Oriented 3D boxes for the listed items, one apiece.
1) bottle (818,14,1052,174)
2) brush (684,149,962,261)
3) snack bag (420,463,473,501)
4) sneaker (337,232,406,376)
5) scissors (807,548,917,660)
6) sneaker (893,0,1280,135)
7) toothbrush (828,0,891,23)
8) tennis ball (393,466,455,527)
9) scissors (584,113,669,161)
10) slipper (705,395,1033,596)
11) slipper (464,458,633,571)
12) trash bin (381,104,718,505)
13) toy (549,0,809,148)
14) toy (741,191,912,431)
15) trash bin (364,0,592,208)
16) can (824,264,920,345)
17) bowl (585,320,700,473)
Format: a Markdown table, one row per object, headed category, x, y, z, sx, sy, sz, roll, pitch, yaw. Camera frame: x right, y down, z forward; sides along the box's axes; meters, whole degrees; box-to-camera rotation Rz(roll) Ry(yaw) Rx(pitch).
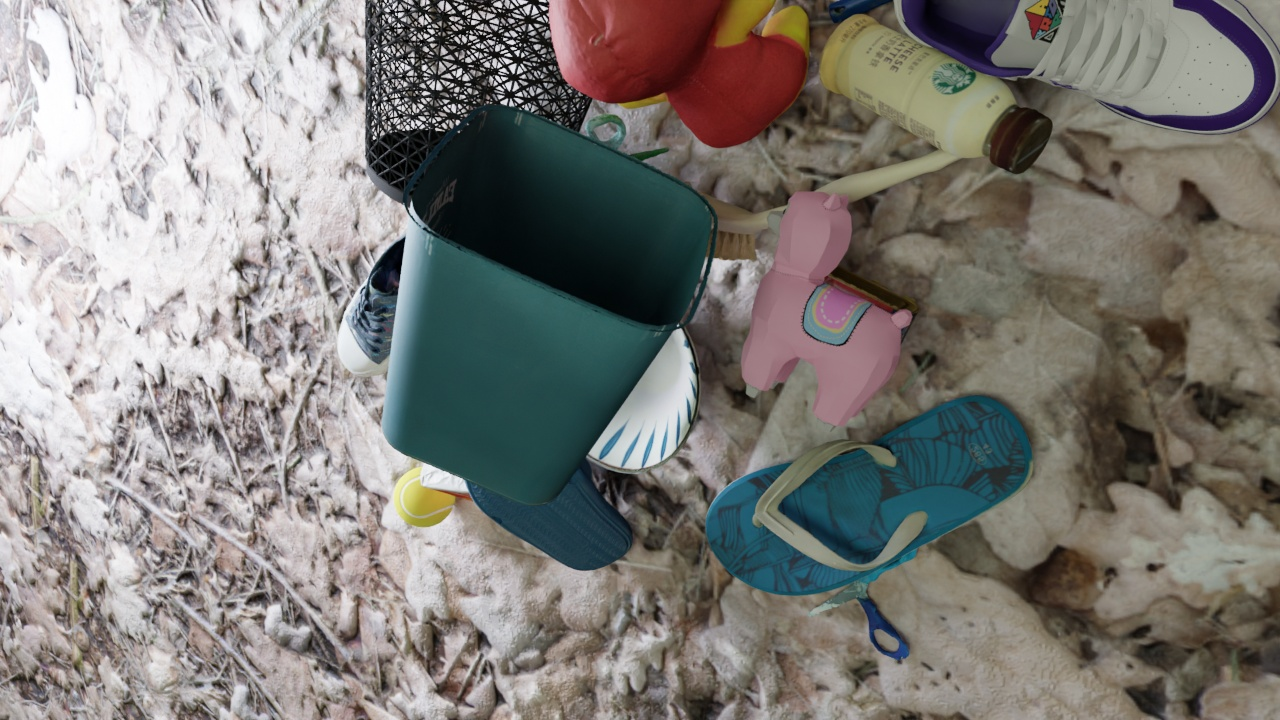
| category | x | y | z | sx | sy | sz | roll | pitch | yaw |
| --- | --- | --- | --- | --- | --- | --- | --- | --- | --- |
| bottle | 0.199 | -0.181 | 0.628 | 0.162 | 0.056 | 0.057 | 41 | 121 | 31 |
| brush | 0.146 | -0.130 | 0.702 | 0.273 | 0.061 | 0.077 | -11 | 114 | 28 |
| snack bag | -0.153 | 0.122 | 0.910 | 0.077 | 0.116 | 0.036 | 1 | 72 | 32 |
| sneaker | -0.260 | -0.065 | 0.940 | 0.087 | 0.079 | 0.236 | 50 | 122 | 9 |
| scissors | 0.192 | 0.199 | 0.786 | 0.128 | 0.014 | 0.133 | -39 | 84 | 33 |
| sneaker | 0.267 | -0.204 | 0.561 | 0.244 | 0.110 | 0.092 | 26 | 121 | 17 |
| toothbrush | 0.219 | -0.277 | 0.634 | 0.190 | 0.017 | 0.016 | -13 | 97 | 33 |
| tennis ball | -0.234 | 0.148 | 0.992 | 0.065 | 0.065 | 0.065 | 9 | 108 | 28 |
| scissors | -0.028 | -0.165 | 0.754 | 0.011 | 0.125 | 0.128 | 60 | 155 | 19 |
| slipper | 0.169 | 0.120 | 0.743 | 0.296 | 0.060 | 0.118 | -31 | 80 | 32 |
| slipper | -0.086 | 0.127 | 0.860 | 0.104 | 0.059 | 0.214 | -29 | 126 | 13 |
| trash bin | -0.081 | -0.029 | 0.678 | 0.199 | 0.196 | 0.219 | 24 | 129 | -4 |
| toy | 0.028 | -0.223 | 0.646 | 0.148 | 0.216 | 0.098 | -42 | 58 | 30 |
| toy | 0.132 | -0.038 | 0.662 | 0.123 | 0.067 | 0.158 | 24 | 107 | 21 |
| trash bin | -0.124 | -0.255 | 0.741 | 0.217 | 0.216 | 0.244 | 31 | 124 | 20 |
| can | 0.161 | -0.036 | 0.715 | 0.100 | 0.053 | 0.059 | 31 | 115 | 20 |
| bowl | -0.005 | 0.005 | 0.809 | 0.177 | 0.070 | 0.177 | 11 | 109 | 35 |
